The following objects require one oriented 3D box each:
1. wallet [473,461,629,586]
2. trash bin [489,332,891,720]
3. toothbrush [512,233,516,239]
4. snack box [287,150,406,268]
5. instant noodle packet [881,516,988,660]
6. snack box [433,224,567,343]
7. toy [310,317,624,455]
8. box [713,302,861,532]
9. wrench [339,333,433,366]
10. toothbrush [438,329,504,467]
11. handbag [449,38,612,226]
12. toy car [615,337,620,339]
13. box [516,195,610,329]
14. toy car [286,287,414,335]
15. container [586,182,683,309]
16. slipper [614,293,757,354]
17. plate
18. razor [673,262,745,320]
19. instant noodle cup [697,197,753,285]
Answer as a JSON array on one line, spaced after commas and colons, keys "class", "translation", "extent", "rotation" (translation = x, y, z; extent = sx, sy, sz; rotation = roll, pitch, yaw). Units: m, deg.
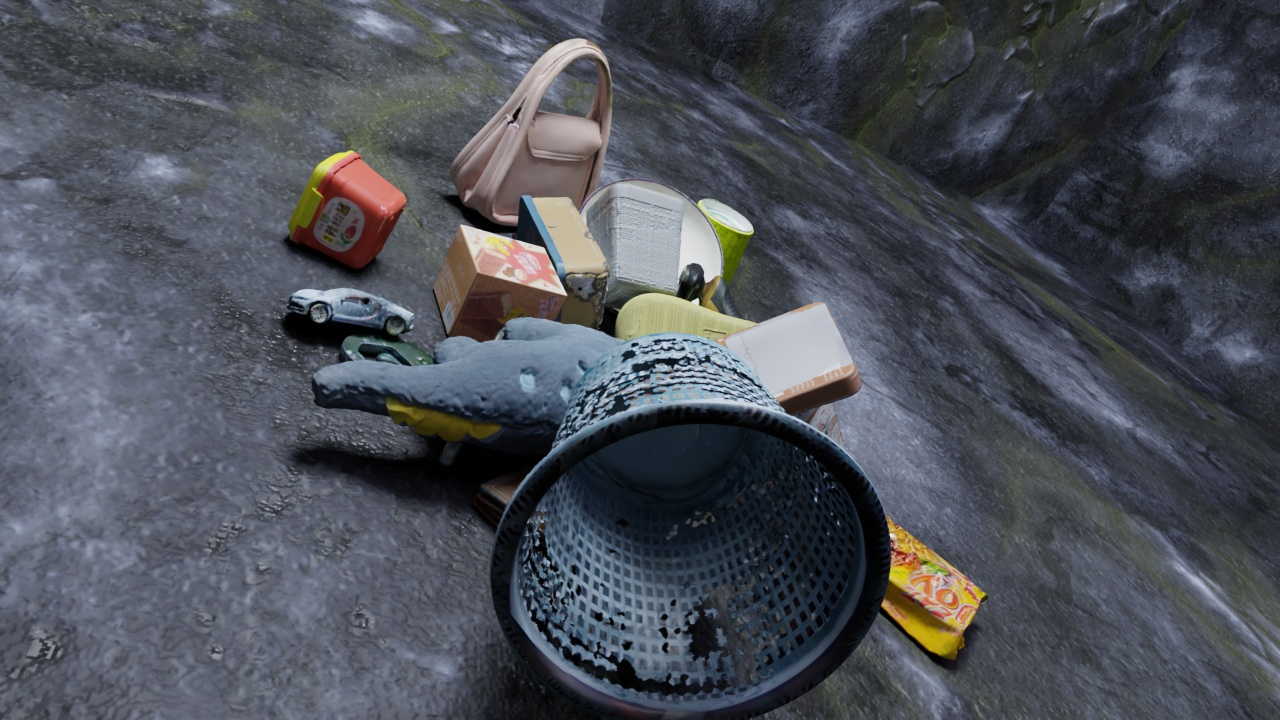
[{"class": "wallet", "translation": [-0.055, 0.114, 0.708], "extent": [0.101, 0.032, 0.124], "rotation": [37, 26, 20]}, {"class": "trash bin", "translation": [0.024, 0.086, 0.600], "extent": [0.226, 0.227, 0.194], "rotation": [23, 21, -13]}, {"class": "toothbrush", "translation": [-0.099, -0.100, 1.065], "extent": [0.014, 0.017, 0.189], "rotation": [-1, 37, -46]}, {"class": "snack box", "translation": [-0.277, -0.142, 0.877], "extent": [0.080, 0.091, 0.081], "rotation": [32, 26, -9]}, {"class": "instant noodle packet", "translation": [0.252, 0.204, 0.844], "extent": [0.128, 0.044, 0.110], "rotation": [40, 32, 19]}, {"class": "snack box", "translation": [-0.138, -0.068, 0.895], "extent": [0.094, 0.077, 0.092], "rotation": [13, 30, -31]}, {"class": "toy", "translation": [-0.084, 0.019, 0.746], "extent": [0.138, 0.091, 0.355], "rotation": [26, 20, 28]}, {"class": "box", "translation": [0.138, 0.033, 0.879], "extent": [0.152, 0.178, 0.182], "rotation": [25, 27, -12]}, {"class": "wrench", "translation": [-0.124, 0.036, 0.793], "extent": [0.273, 0.016, 0.056], "rotation": [23, 30, -13]}, {"class": "toothbrush", "translation": [-0.135, 0.024, 0.769], "extent": [0.015, 0.018, 0.180], "rotation": [23, 35, -7]}, {"class": "handbag", "translation": [-0.110, -0.278, 1.120], "extent": [0.093, 0.235, 0.192], "rotation": [43, 29, 22]}, {"class": "toy car", "translation": [-0.006, 0.005, 0.940], "extent": [0.090, 0.043, 0.034], "rotation": [20, 11, -16]}, {"class": "box", "translation": [-0.090, -0.111, 1.000], "extent": [0.061, 0.090, 0.184], "rotation": [-6, 36, -22]}, {"class": "toy car", "translation": [-0.245, -0.044, 0.780], "extent": [0.105, 0.031, 0.049], "rotation": [9, 6, -34]}, {"class": "container", "translation": [-0.008, -0.120, 1.019], "extent": [0.090, 0.090, 0.114], "rotation": [10, 69, -25]}, {"class": "slipper", "translation": [0.057, -0.013, 1.011], "extent": [0.190, 0.091, 0.082], "rotation": [12, -8, -16]}, {"class": "plate", "translation": [0.006, -0.125, 1.103], "extent": [0.192, 0.039, 0.192], "rotation": [7, 69, -19]}, {"class": "razor", "translation": [0.097, -0.038, 1.066], "extent": [0.167, 0.067, 0.062], "rotation": [52, 3, -12]}, {"class": "instant noodle cup", "translation": [0.084, -0.140, 1.197], "extent": [0.111, 0.124, 0.111], "rotation": [23, 27, -13]}]
